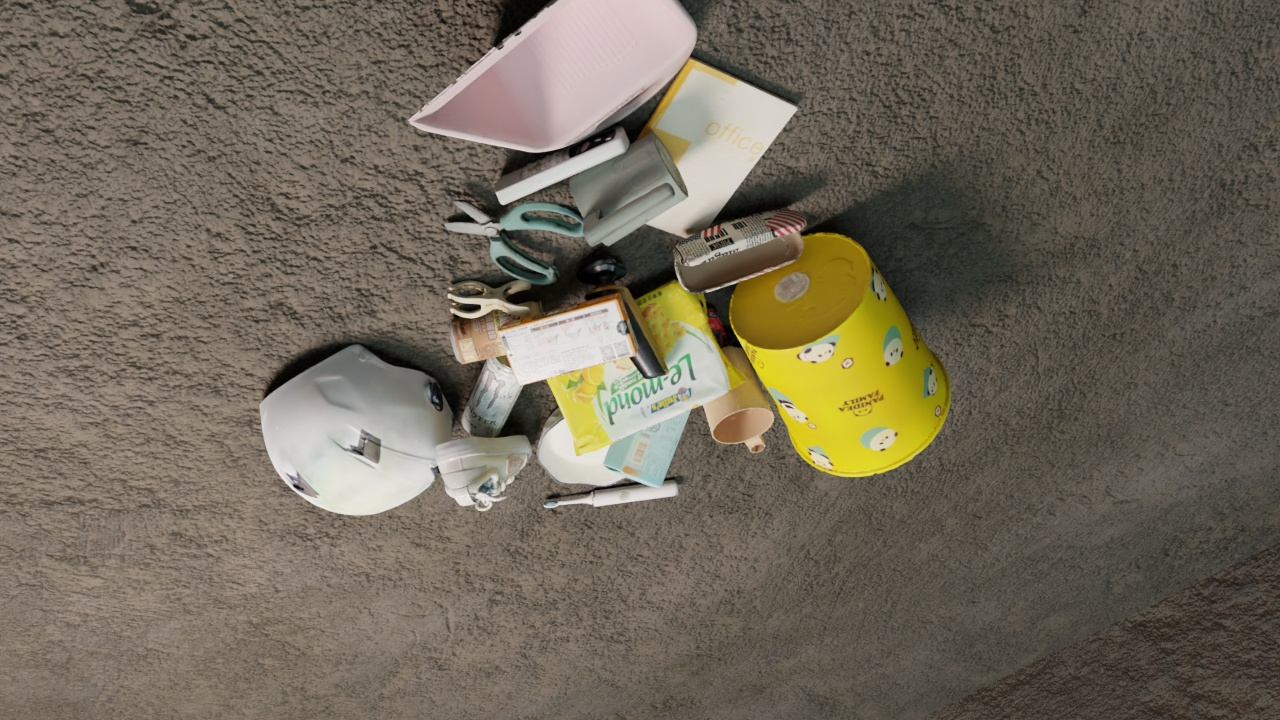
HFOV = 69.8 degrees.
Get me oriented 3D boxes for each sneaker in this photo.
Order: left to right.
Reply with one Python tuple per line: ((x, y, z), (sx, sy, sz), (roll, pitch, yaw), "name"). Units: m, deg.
((-0.201, 0.154, 1.248), (0.089, 0.090, 0.242), (-15, 172, 10), "sneaker")

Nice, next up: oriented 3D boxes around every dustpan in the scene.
((-0.047, -0.254, 0.819), (0.223, 0.272, 0.139), (-31, 112, 22), "dustpan")

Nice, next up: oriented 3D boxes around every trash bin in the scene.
((0.249, -0.011, 1.178), (0.230, 0.229, 0.255), (-28, 133, 15), "trash bin")

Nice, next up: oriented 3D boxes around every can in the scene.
((-0.191, 0.040, 1.218), (0.058, 0.058, 0.147), (8, 135, -25), "can")
((-0.174, -0.035, 1.137), (0.116, 0.058, 0.059), (-12, 140, -3), "can")

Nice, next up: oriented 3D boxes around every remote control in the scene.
((-0.084, -0.208, 0.969), (0.150, 0.058, 0.021), (-22, 117, 8), "remote control")

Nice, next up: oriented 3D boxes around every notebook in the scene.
((0.060, -0.227, 1.025), (0.145, 0.010, 0.207), (15, 132, -29), "notebook")

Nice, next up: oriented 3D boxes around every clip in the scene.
((-0.181, -0.070, 1.103), (0.099, 0.066, 0.034), (2, 138, -2), "clip")

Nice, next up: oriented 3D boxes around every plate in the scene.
((-0.052, 0.111, 1.352), (0.204, 0.045, 0.205), (-9, 140, -8), "plate")

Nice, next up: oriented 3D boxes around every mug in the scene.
((-0.011, -0.174, 0.968), (0.103, 0.123, 0.084), (-28, 118, 14), "mug")
((0.129, 0.055, 1.231), (0.084, 0.103, 0.124), (-24, 145, 11), "mug")

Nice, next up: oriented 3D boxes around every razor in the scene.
((-0.015, -0.050, 1.116), (0.062, 0.167, 0.067), (-22, -169, 48), "razor")

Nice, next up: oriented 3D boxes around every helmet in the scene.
((-0.357, 0.117, 1.188), (0.229, 0.145, 0.258), (-27, 139, 14), "helmet")

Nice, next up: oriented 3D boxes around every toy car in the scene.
((0.094, -0.023, 1.244), (0.053, 0.045, 0.120), (-21, 137, 5), "toy car")

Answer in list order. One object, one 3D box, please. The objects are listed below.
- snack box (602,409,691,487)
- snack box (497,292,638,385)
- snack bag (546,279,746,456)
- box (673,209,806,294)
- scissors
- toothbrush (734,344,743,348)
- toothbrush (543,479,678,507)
((0.018, 0.081, 1.258), (0.074, 0.052, 0.174), (27, 82, -37), "snack box")
((-0.086, -0.024, 1.088), (0.154, 0.026, 0.075), (-14, 111, 12), "snack box")
((-0.007, 0.007, 1.178), (0.247, 0.158, 0.068), (-24, -179, 12), "snack bag")
((0.119, -0.139, 1.087), (0.163, 0.076, 0.087), (-18, 170, -5), "box")
((-0.132, -0.132, 1.047), (0.170, 0.019, 0.181), (1, 152, 7), "scissors")
((0.127, 0.040, 1.350), (0.017, 0.014, 0.190), (-13, 142, -21), "toothbrush")
((-0.048, 0.221, 1.492), (0.221, 0.026, 0.026), (-6, 172, -10), "toothbrush")
